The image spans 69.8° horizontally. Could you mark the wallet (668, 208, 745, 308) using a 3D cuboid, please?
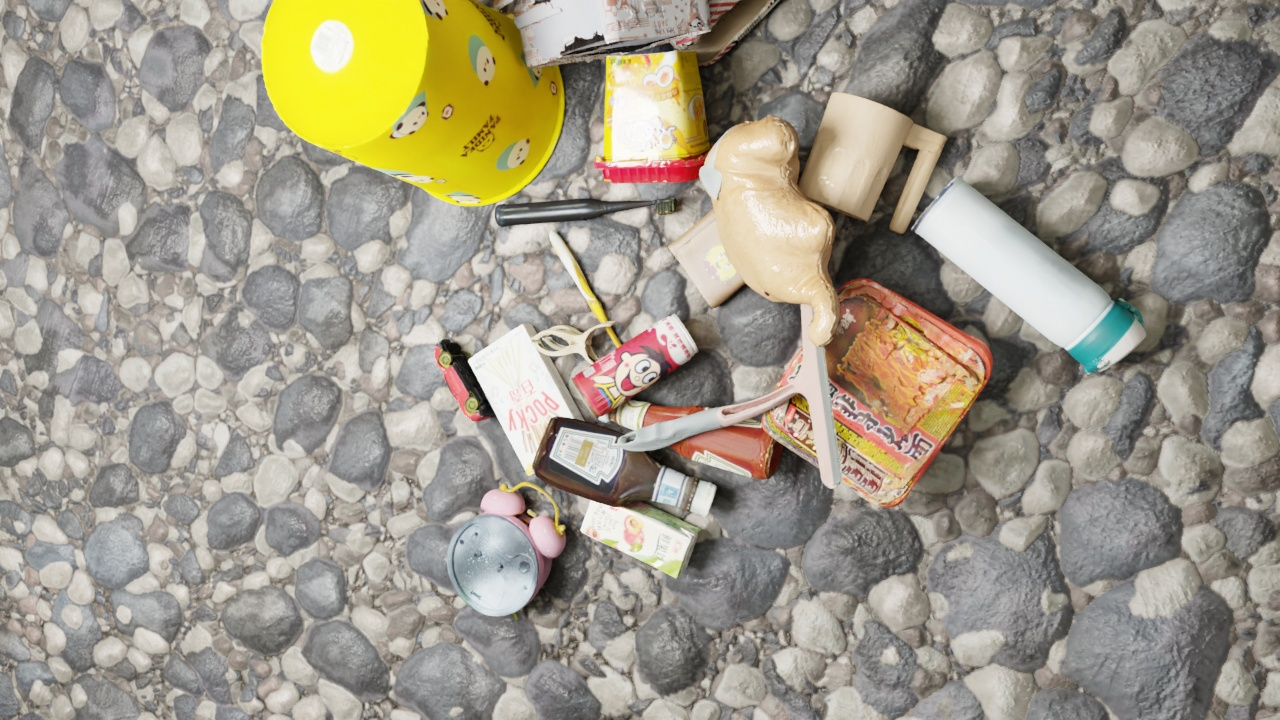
[{"bbox_3d":[0.096,-0.123,0.972,0.115,0.033,0.090,-38,81,20],"label":"wallet"}]

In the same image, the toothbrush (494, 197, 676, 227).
[{"bbox_3d":[-0.062,-0.168,1.026,0.213,0.026,0.027,0,83,18],"label":"toothbrush"}]

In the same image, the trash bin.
[{"bbox_3d":[-0.234,-0.290,0.958,0.230,0.255,0.229,1,93,19],"label":"trash bin"}]

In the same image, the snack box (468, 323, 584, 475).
[{"bbox_3d":[-0.127,0.045,1.058,0.085,0.026,0.156,-31,82,17],"label":"snack box"}]

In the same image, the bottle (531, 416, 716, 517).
[{"bbox_3d":[-0.015,0.121,0.990,0.195,0.044,0.079,17,69,7],"label":"bottle"}]

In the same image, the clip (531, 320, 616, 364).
[{"bbox_3d":[-0.073,-0.023,1.026,0.097,0.034,0.061,7,105,24],"label":"clip"}]

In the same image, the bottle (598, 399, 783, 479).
[{"bbox_3d":[0.049,0.074,0.984,0.206,0.059,0.060,15,97,24],"label":"bottle"}]

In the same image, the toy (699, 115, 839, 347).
[{"bbox_3d":[0.131,-0.118,0.878,0.082,0.144,0.226,-20,86,-20],"label":"toy"}]

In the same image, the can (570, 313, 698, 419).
[{"bbox_3d":[-0.006,0.006,0.982,0.133,0.053,0.053,-33,82,-1],"label":"can"}]

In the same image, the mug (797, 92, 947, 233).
[{"bbox_3d":[0.226,-0.192,0.906,0.124,0.084,0.103,19,101,-10],"label":"mug"}]

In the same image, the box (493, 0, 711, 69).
[{"bbox_3d":[-0.052,-0.398,0.893,0.183,0.156,0.192,12,115,55],"label":"box"}]

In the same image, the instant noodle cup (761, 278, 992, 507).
[{"bbox_3d":[0.232,0.028,0.907,0.164,0.079,0.189,35,104,14],"label":"instant noodle cup"}]

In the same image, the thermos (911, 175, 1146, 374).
[{"bbox_3d":[0.367,-0.080,0.864,0.224,0.073,0.073,42,104,12],"label":"thermos"}]

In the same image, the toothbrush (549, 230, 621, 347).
[{"bbox_3d":[-0.051,-0.068,1.030,0.018,0.016,0.191,-38,80,42],"label":"toothbrush"}]

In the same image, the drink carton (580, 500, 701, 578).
[{"bbox_3d":[0.001,0.187,1.010,0.122,0.045,0.053,22,105,17],"label":"drink carton"}]

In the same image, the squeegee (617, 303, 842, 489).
[{"bbox_3d":[0.083,0.051,0.913,0.250,0.040,0.247,-23,49,30],"label":"squeegee"}]

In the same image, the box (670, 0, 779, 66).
[{"bbox_3d":[0.102,-0.378,0.955,0.164,0.081,0.074,-44,48,17],"label":"box"}]

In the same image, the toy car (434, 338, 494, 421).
[{"bbox_3d":[-0.208,0.023,1.072,0.031,0.049,0.106,-32,84,16],"label":"toy car"}]

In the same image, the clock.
[{"bbox_3d":[-0.150,0.214,1.057,0.117,0.059,0.159,32,104,16],"label":"clock"}]

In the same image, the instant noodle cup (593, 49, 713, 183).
[{"bbox_3d":[0.015,-0.250,0.937,0.116,0.115,0.124,3,109,19],"label":"instant noodle cup"}]
